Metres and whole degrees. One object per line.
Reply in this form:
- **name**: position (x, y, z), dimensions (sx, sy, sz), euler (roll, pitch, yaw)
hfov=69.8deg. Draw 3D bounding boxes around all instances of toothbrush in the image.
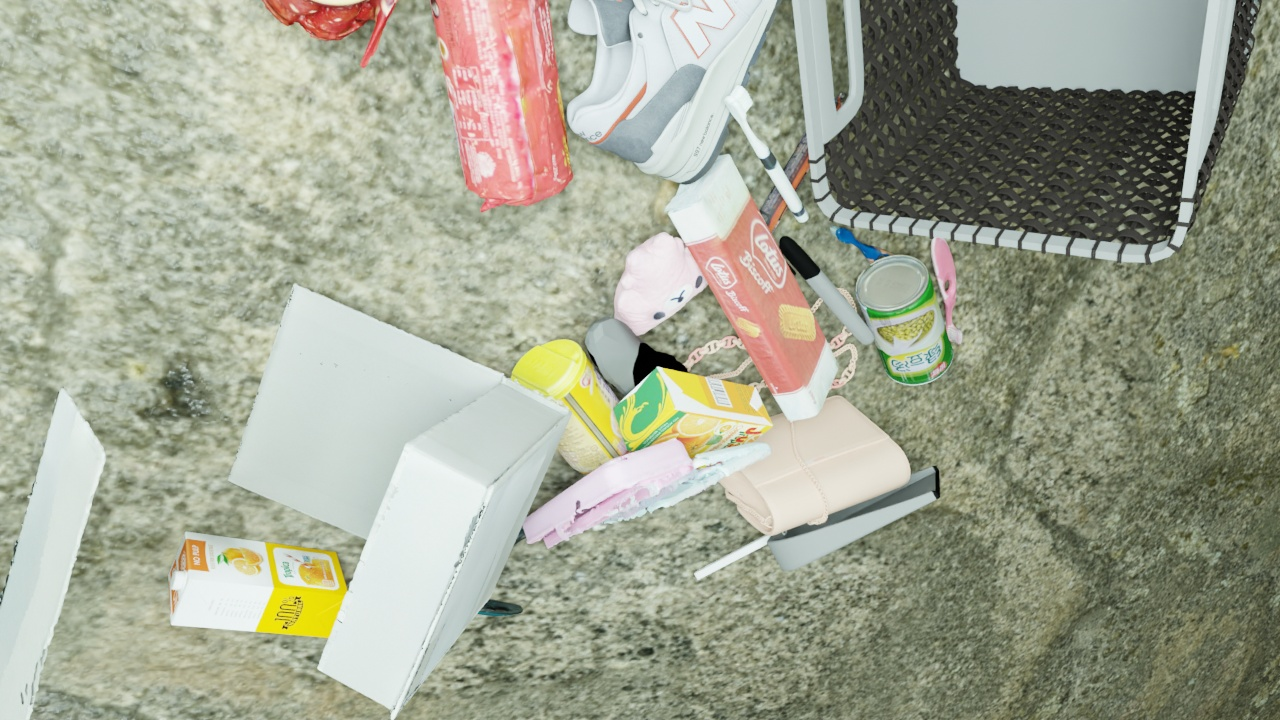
- **toothbrush**: position (0.307, -0.069, 0.917), dimensions (0.021, 0.016, 0.135), euler (-32, 127, -11)
- **toothbrush**: position (0.221, -0.097, 0.857), dimensions (0.135, 0.017, 0.021), euler (22, 107, -38)
- **toothbrush**: position (0.102, -0.153, 0.705), dimensions (0.017, 0.012, 0.186), euler (-52, 149, 0)

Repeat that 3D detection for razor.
- **razor**: position (-0.004, 0.004, 0.739), dimensions (0.156, 0.060, 0.057), euler (33, 68, -52)

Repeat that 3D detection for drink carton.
- **drink carton**: position (-0.291, 0.170, 0.692), dimensions (0.122, 0.058, 0.040), euler (18, 106, -35)
- **drink carton**: position (0.046, 0.047, 0.743), dimensions (0.122, 0.041, 0.058), euler (11, 136, -42)

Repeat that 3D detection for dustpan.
- **dustpan**: position (0.169, 0.167, 0.903), dimensions (0.258, 0.033, 0.163), euler (-32, 172, 16)

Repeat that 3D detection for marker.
- **marker**: position (0.167, -0.060, 0.827), dimensions (0.022, 0.016, 0.138), euler (-35, 114, 21)

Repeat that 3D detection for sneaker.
- **sneaker**: position (0.018, -0.238, 0.620), dimensions (0.124, 0.089, 0.240), euler (-1, 119, -32)

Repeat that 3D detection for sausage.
- **sausage**: position (0.128, -0.155, 0.770), dimensions (0.020, 0.020, 0.155), euler (21, 105, -35)

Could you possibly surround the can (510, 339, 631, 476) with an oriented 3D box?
- **can**: position (-0.053, 0.039, 0.746), dimensions (0.067, 0.067, 0.105), euler (-39, 128, -5)

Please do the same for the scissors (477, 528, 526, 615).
- **scissors**: position (-0.154, 0.189, 0.804), dimensions (0.148, 0.019, 0.118), euler (22, 104, -34)

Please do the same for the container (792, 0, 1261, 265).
- **container**: position (0.274, -0.245, 0.622), dimensions (0.242, 0.246, 0.248), euler (-43, 133, -36)

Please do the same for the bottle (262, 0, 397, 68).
- **bottle**: position (-0.170, -0.224, 0.511), dimensions (0.098, 0.111, 0.099), euler (-7, 107, -22)

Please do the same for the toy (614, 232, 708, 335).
- **toy**: position (0.014, -0.066, 0.729), dimensions (0.099, 0.052, 0.096), euler (-36, 154, -7)

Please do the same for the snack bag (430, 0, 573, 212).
- **snack bag**: position (-0.090, -0.183, 0.596), dimensions (0.082, 0.082, 0.177), euler (-19, 123, -19)

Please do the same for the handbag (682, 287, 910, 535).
- **handbag**: position (0.146, 0.056, 0.833), dimensions (0.198, 0.116, 0.187), euler (-16, 122, -21)

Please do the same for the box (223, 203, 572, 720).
- **box**: position (-0.203, 0.040, 0.689), dimensions (0.164, 0.446, 0.167), euler (11, 110, -43)

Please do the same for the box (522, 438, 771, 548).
- **box**: position (-0.002, 0.106, 0.758), dimensions (0.153, 0.041, 0.202), euler (-14, 165, -32)

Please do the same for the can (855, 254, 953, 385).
- **can**: position (0.250, -0.036, 0.864), dimensions (0.067, 0.067, 0.121), euler (-39, 134, -5)

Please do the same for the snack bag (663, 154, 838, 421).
- **snack bag**: position (0.097, -0.056, 0.749), dimensions (0.225, 0.041, 0.077), euler (58, 43, -28)
